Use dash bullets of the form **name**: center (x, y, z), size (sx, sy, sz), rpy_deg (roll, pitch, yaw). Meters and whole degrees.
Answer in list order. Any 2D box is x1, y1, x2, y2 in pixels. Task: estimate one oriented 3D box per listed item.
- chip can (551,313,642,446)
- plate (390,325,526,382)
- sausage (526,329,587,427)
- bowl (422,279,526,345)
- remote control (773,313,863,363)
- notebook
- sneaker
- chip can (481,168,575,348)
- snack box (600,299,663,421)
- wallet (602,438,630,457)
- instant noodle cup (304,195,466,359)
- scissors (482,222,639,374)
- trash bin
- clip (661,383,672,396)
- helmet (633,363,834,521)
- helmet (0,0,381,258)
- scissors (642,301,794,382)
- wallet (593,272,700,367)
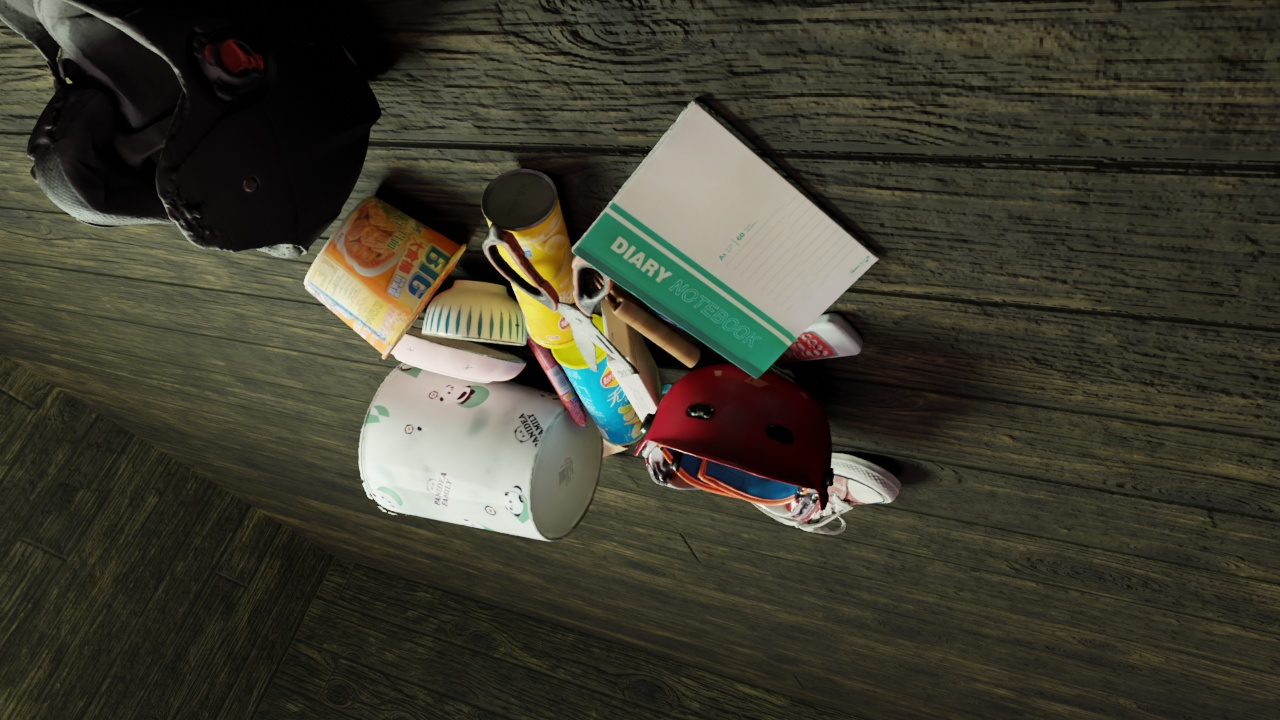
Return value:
- **chip can**: center (-0.043, 0.028, 1.104), size (0.071, 0.071, 0.210), rpy_deg (12, 154, 20)
- **plate**: center (-0.237, -0.007, 1.128), size (0.192, 0.039, 0.192), rpy_deg (16, -178, -1)
- **sausage**: center (-0.104, 0.017, 1.126), size (0.020, 0.020, 0.156), rpy_deg (-14, 109, 51)
- **bowl**: center (-0.184, -0.054, 1.035), size (0.116, 0.066, 0.116), rpy_deg (6, 179, 0)
- **remote control**: center (0.153, -0.019, 0.913), size (0.136, 0.020, 0.056), rpy_deg (-7, 142, 46)
- **notebook**: center (0.071, -0.087, 0.741), size (0.209, 0.012, 0.151), rpy_deg (33, 111, -25)
- **sneaker**: center (0.215, 0.173, 1.168), size (0.242, 0.087, 0.118), rpy_deg (-5, 144, 46)
- **chip can**: center (-0.097, -0.094, 0.905), size (0.072, 0.071, 0.214), rpy_deg (15, 153, 13)
- **snack box**: center (-0.006, 0.006, 1.013), size (0.027, 0.084, 0.157), rpy_deg (-14, 146, 9)
- **wallet**: center (-0.076, 0.116, 1.363), size (0.087, 0.024, 0.115), rpy_deg (33, 156, -16)
- **instant noodle cup**: center (-0.272, -0.093, 0.968), size (0.111, 0.151, 0.152), rpy_deg (36, 153, -11)
- **scissors**: center (-0.064, -0.053, 0.846), size (0.189, 0.015, 0.225), rpy_deg (26, 151, -8)
- **trash bin**: center (-0.201, 0.122, 1.229), size (0.252, 0.229, 0.230), rpy_deg (10, 153, 25)
- **clip**: center (0.025, 0.041, 1.143), size (0.055, 0.013, 0.037), rpy_deg (-3, 145, 39)
- **helmet**: center (0.109, 0.072, 0.970), size (0.207, 0.143, 0.240), rpy_deg (14, 165, 10)
- **helmet**: center (-0.334, -0.201, 0.696), size (0.234, 0.229, 0.275), rpy_deg (12, 146, 35)
- **scissors**: center (0.074, -0.023, 0.898), size (0.170, 0.012, 0.144), rpy_deg (35, -167, 34)
- **wallet**: center (0.004, -0.043, 0.918), size (0.101, 0.020, 0.115), rpy_deg (35, -172, -24)
